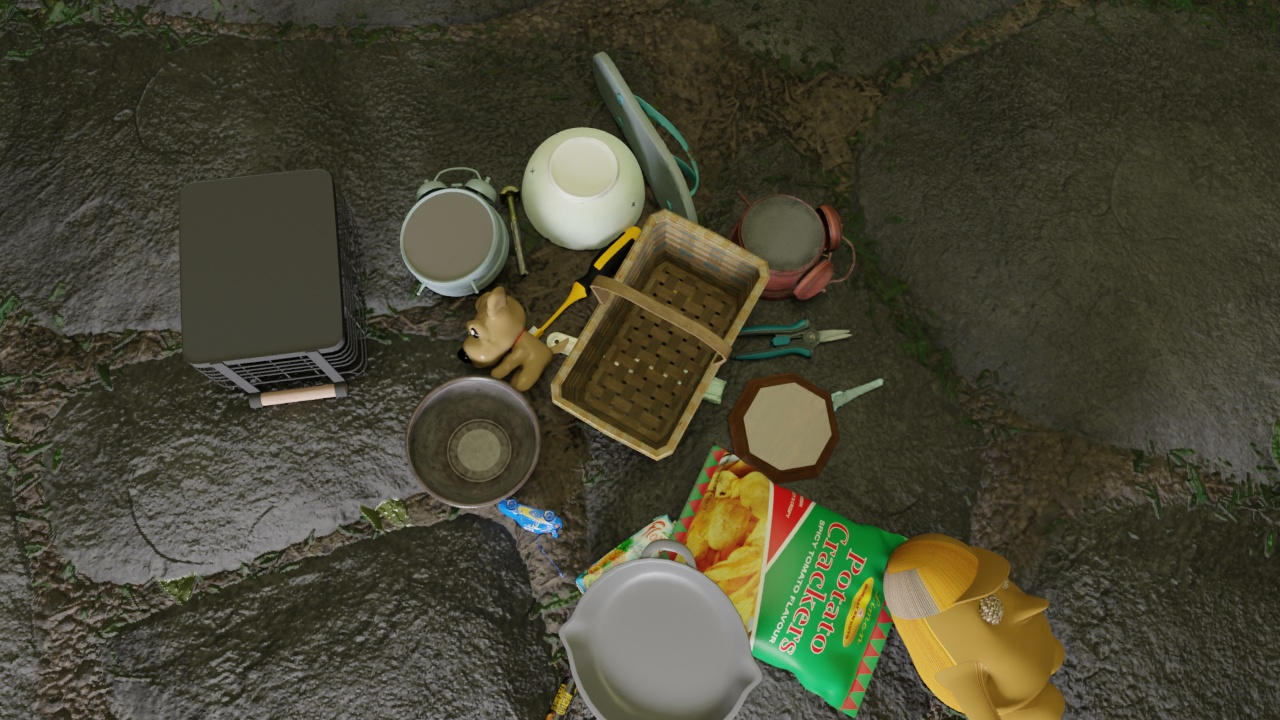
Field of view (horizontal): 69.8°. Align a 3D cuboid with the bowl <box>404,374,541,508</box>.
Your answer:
[{"bbox_3d":[-0.181,0.094,1.014,0.145,0.067,0.144,1,74,-3],"label":"bowl"}]

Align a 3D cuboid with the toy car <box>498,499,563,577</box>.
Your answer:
[{"bbox_3d":[-0.119,0.194,1.006,0.092,0.033,0.061,17,67,1],"label":"toy car"}]

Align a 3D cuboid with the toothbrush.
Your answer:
[{"bbox_3d":[-0.068,-0.088,1.094,0.031,0.031,0.196,40,80,17],"label":"toothbrush"}]

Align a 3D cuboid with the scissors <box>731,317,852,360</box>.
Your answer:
[{"bbox_3d":[0.176,-0.019,1.093,0.129,0.019,0.137,40,83,-1],"label":"scissors"}]

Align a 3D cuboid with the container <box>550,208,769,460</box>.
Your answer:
[{"bbox_3d":[0.022,-0.032,0.984,0.157,0.186,0.249,29,81,7],"label":"container"}]

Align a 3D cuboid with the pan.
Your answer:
[{"bbox_3d":[0.013,0.360,0.941,0.217,0.024,0.354,7,89,19],"label":"pan"}]

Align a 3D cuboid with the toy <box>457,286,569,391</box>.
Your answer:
[{"bbox_3d":[-0.151,-0.023,1.036,0.105,0.134,0.108,-45,102,-11],"label":"toy"}]

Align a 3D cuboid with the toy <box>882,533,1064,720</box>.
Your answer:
[{"bbox_3d":[0.335,0.261,0.933,0.203,0.163,0.198,51,36,-9],"label":"toy"}]

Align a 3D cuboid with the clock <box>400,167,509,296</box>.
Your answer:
[{"bbox_3d":[-0.219,-0.152,1.080,0.122,0.045,0.159,-1,79,9],"label":"clock"}]

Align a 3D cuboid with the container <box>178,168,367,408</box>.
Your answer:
[{"bbox_3d":[-0.401,-0.083,1.018,0.163,0.130,0.241,-7,75,-6],"label":"container"}]

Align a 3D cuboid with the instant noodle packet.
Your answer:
[{"bbox_3d":[0.152,0.232,0.983,0.253,0.090,0.195,26,77,3],"label":"instant noodle packet"}]

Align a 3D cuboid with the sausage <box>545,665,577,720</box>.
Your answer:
[{"bbox_3d":[-0.083,0.363,0.969,0.020,0.020,0.155,24,74,3],"label":"sausage"}]

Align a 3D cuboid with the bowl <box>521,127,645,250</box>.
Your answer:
[{"bbox_3d":[-0.069,-0.217,1.106,0.153,0.073,0.153,1,74,-2],"label":"bowl"}]

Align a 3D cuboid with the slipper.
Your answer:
[{"bbox_3d":[0.019,-0.271,1.113,0.054,0.098,0.268,-26,76,-9],"label":"slipper"}]

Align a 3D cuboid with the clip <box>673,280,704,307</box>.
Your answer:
[{"bbox_3d":[0.058,-0.088,1.110,0.053,0.039,0.047,22,78,4],"label":"clip"}]

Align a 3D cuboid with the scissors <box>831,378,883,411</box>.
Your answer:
[{"bbox_3d":[0.228,0.051,1.079,0.138,0.015,0.063,-20,74,-4],"label":"scissors"}]

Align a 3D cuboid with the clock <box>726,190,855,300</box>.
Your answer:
[{"bbox_3d":[0.178,-0.135,1.097,0.158,0.072,0.120,17,74,2],"label":"clock"}]

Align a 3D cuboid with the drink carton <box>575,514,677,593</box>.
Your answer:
[{"bbox_3d":[-0.010,0.218,1.004,0.128,0.039,0.044,-34,79,-11],"label":"drink carton"}]

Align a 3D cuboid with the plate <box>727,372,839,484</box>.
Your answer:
[{"bbox_3d":[0.166,0.076,1.053,0.131,0.025,0.131,0,81,-1],"label":"plate"}]

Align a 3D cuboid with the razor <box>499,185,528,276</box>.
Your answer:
[{"bbox_3d":[-0.149,-0.154,1.107,0.026,0.042,0.106,-10,85,-9],"label":"razor"}]

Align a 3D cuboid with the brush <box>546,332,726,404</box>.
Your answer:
[{"bbox_3d":[-0.006,0.006,1.080,0.218,0.012,0.033,17,75,3],"label":"brush"}]
